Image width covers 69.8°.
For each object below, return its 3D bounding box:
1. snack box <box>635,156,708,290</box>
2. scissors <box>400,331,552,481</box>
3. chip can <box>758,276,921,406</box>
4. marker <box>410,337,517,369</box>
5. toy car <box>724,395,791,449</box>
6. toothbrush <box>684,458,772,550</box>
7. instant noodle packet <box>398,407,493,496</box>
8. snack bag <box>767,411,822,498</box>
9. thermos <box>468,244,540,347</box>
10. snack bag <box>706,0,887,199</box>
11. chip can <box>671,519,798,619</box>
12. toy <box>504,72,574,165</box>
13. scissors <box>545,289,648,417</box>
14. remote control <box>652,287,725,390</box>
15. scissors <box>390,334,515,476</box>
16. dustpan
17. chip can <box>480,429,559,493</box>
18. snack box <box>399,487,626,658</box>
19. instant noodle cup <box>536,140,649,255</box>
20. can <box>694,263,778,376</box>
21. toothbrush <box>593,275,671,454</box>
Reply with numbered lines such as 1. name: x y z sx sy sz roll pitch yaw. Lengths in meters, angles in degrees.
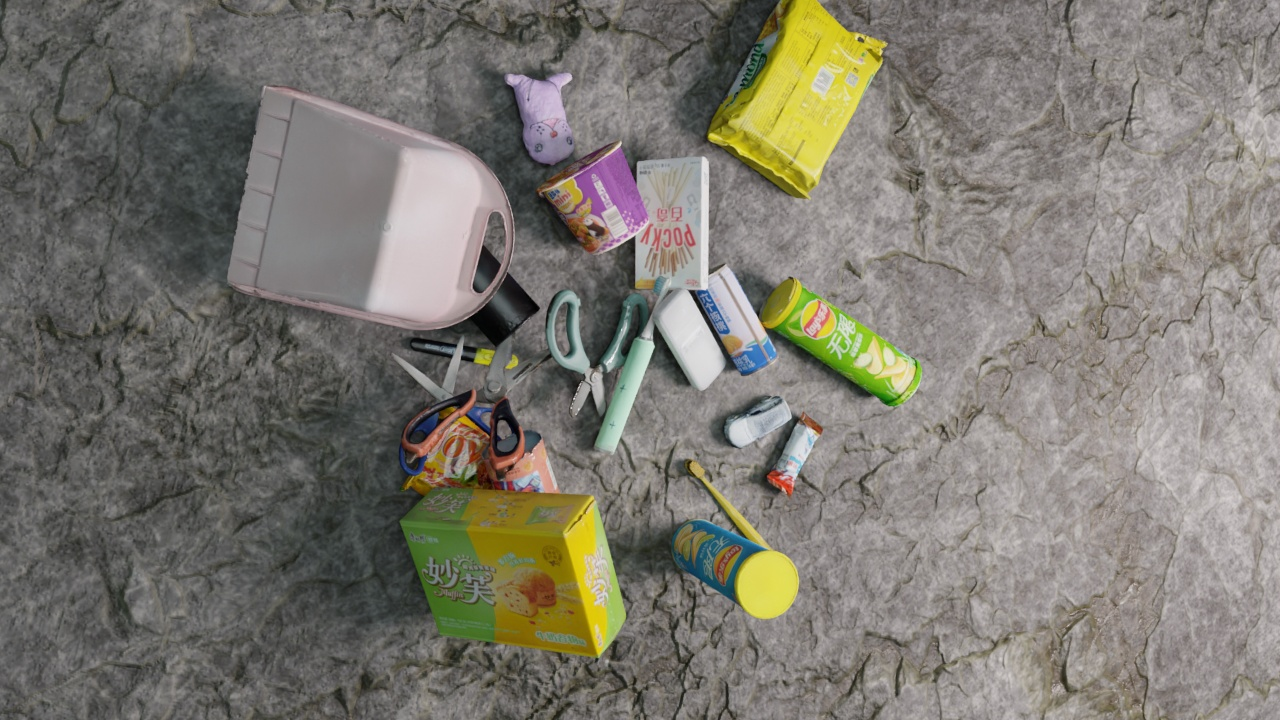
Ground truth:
1. snack box: 0.038 -0.163 1.101 0.085 0.026 0.157 1 90 21
2. scissors: -0.167 0.047 0.997 0.189 0.226 0.015 -10 136 -13
3. chip can: 0.259 -0.020 1.169 0.221 0.073 0.072 32 81 -15
4. marker: -0.202 -0.009 1.056 0.124 0.015 0.018 11 83 -16
5. toy car: 0.148 0.078 1.157 0.090 0.034 0.043 -26 101 -14
6. toothbrush: 0.120 0.195 1.157 0.015 0.017 0.190 -43 102 -12
7. instant noodle packet: -0.195 0.124 1.046 0.128 0.044 0.110 30 78 -15
8. snack bag: 0.199 0.121 1.176 0.048 0.026 0.104 36 81 -26
9. thermos: -0.209 -0.134 1.025 0.242 0.069 0.089 50 56 -8
10. snack bag: 0.202 -0.336 1.151 0.158 0.068 0.246 31 81 -15
11. chip can: 0.102 0.232 1.051 0.071 0.210 0.071 0 91 -17
12. toy: -0.110 -0.282 1.070 0.083 0.039 0.108 -14 93 -25
13. scissors: -0.060 -0.022 1.064 0.181 0.019 0.170 39 75 -44
14. remote control: 0.060 -0.025 1.106 0.055 0.020 0.136 -47 129 -18
15. scissors: -0.212 0.052 1.022 0.162 0.012 0.172 21 68 -15
16. dustpan: -0.283 -0.145 0.978 0.274 0.138 0.223 22 101 24
17. chip can: -0.113 0.186 1.028 0.071 0.071 0.215 -21 112 -16
18. snack box: -0.134 0.221 0.969 0.069 0.210 0.158 -48 131 -55
19. instant noodle cup: -0.048 -0.184 1.060 0.111 0.112 0.099 -36 110 -14
20. can: 0.116 -0.050 1.134 0.053 0.053 0.134 -32 100 -15
21. toothbrush: -0.006 0.006 1.091 0.027 0.026 0.224 23 96 24
